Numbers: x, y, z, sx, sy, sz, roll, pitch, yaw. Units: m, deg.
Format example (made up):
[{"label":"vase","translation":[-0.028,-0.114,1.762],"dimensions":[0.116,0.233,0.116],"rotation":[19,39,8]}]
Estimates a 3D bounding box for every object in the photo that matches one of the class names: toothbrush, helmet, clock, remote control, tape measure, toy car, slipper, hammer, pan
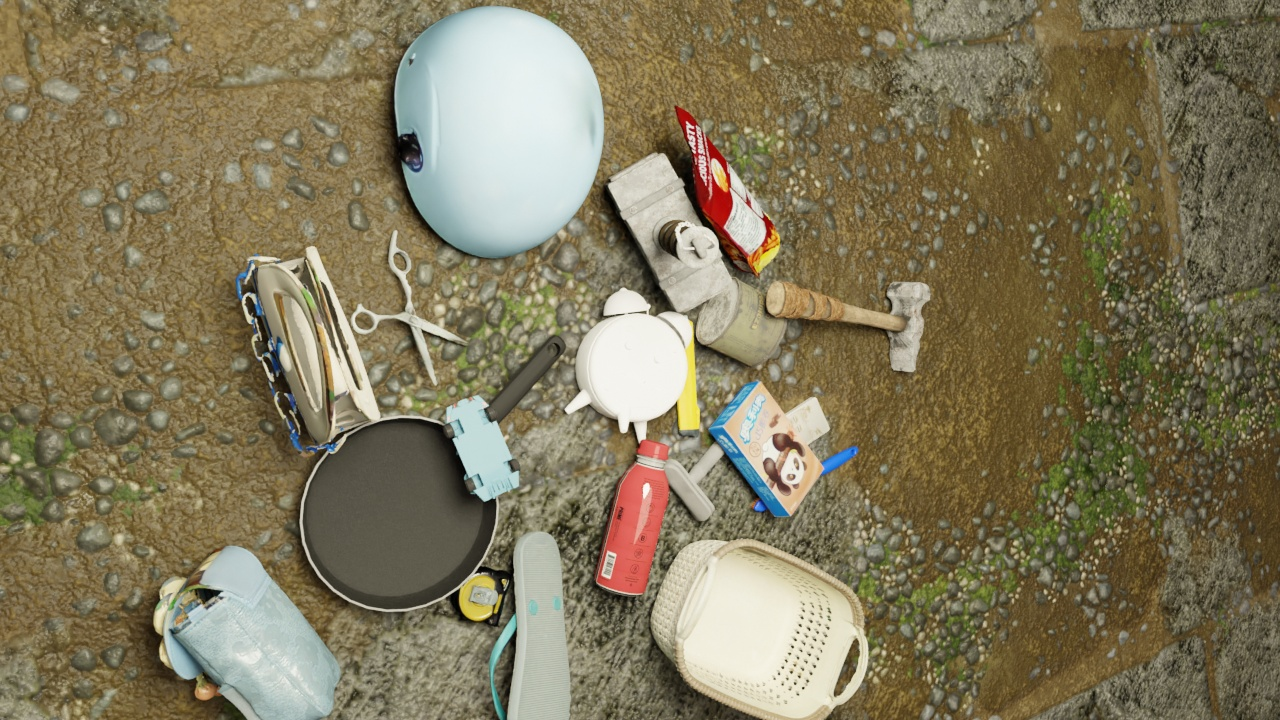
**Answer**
[{"label":"toothbrush","translation":[0.218,0.154,1.208],"dimensions":[0.182,0.018,0.016],"rotation":[-25,100,-26]},{"label":"helmet","translation":[-0.138,-0.239,0.966],"dimensions":[0.225,0.167,0.266],"rotation":[-8,102,-34]},{"label":"clock","translation":[-0.006,0.006,1.071],"dimensions":[0.125,0.073,0.160],"rotation":[24,80,-22]},{"label":"remote control","translation":[0.186,0.101,1.193],"dimensions":[0.135,0.011,0.050],"rotation":[-30,102,-22]},{"label":"tape measure","translation":[-0.177,0.259,1.013],"dimensions":[0.061,0.034,0.061],"rotation":[16,82,-22]},{"label":"toy car","translation":[-0.170,0.093,0.972],"dimensions":[0.060,0.028,0.107],"rotation":[-23,90,-22]},{"label":"slipper","translation":[-0.123,0.328,1.024],"dimensions":[0.098,0.055,0.268],"rotation":[20,66,-53]},{"label":"hammer","translation":[0.043,-0.126,0.961],"dimensions":[0.079,0.326,0.177],"rotation":[-30,102,1]},{"label":"hammer","translation":[0.266,-0.058,1.163],"dimensions":[0.318,0.049,0.121],"rotation":[7,91,-43]},{"label":"pan","translation":[-0.207,0.105,0.995],"dimensions":[0.204,0.044,0.355],"rotation":[46,72,-17]}]

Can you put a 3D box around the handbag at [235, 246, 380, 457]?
[{"label":"handbag","translation":[-0.313,-0.009,0.864],"dimensions":[0.092,0.200,0.200],"rotation":[-21,96,-20]}]

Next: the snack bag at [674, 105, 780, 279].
[{"label":"snack bag","translation":[0.102,-0.190,1.071],"dimensions":[0.208,0.067,0.138],"rotation":[44,35,-55]}]

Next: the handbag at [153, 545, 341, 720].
[{"label":"handbag","translation":[-0.381,0.278,0.881],"dimensions":[0.118,0.122,0.192],"rotation":[-33,105,-4]}]

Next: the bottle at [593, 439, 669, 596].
[{"label":"bottle","translation":[-0.004,0.180,1.068],"dimensions":[0.062,0.062,0.176],"rotation":[14,90,-24]}]

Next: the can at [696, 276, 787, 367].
[{"label":"can","translation":[0.124,-0.046,1.122],"dimensions":[0.074,0.090,0.089],"rotation":[25,79,-22]}]

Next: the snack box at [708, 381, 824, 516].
[{"label":"snack box","translation":[0.159,0.111,1.145],"dimensions":[0.151,0.034,0.087],"rotation":[52,58,-15]}]

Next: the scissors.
[{"label":"scissors","translation":[-0.247,-0.057,0.979],"dimensions":[0.141,0.014,0.175],"rotation":[-1,77,-48]}]

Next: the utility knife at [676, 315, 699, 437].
[{"label":"utility knife","translation":[0.057,0.020,1.132],"dimensions":[0.030,0.017,0.151],"rotation":[-2,92,-29]}]

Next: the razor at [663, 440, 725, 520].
[{"label":"razor","translation":[0.083,0.125,1.132],"dimensions":[0.116,0.047,0.088],"rotation":[-46,107,-26]}]

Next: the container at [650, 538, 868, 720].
[{"label":"container","translation":[0.134,0.317,1.096],"dimensions":[0.246,0.143,0.184],"rotation":[30,77,-22]}]
